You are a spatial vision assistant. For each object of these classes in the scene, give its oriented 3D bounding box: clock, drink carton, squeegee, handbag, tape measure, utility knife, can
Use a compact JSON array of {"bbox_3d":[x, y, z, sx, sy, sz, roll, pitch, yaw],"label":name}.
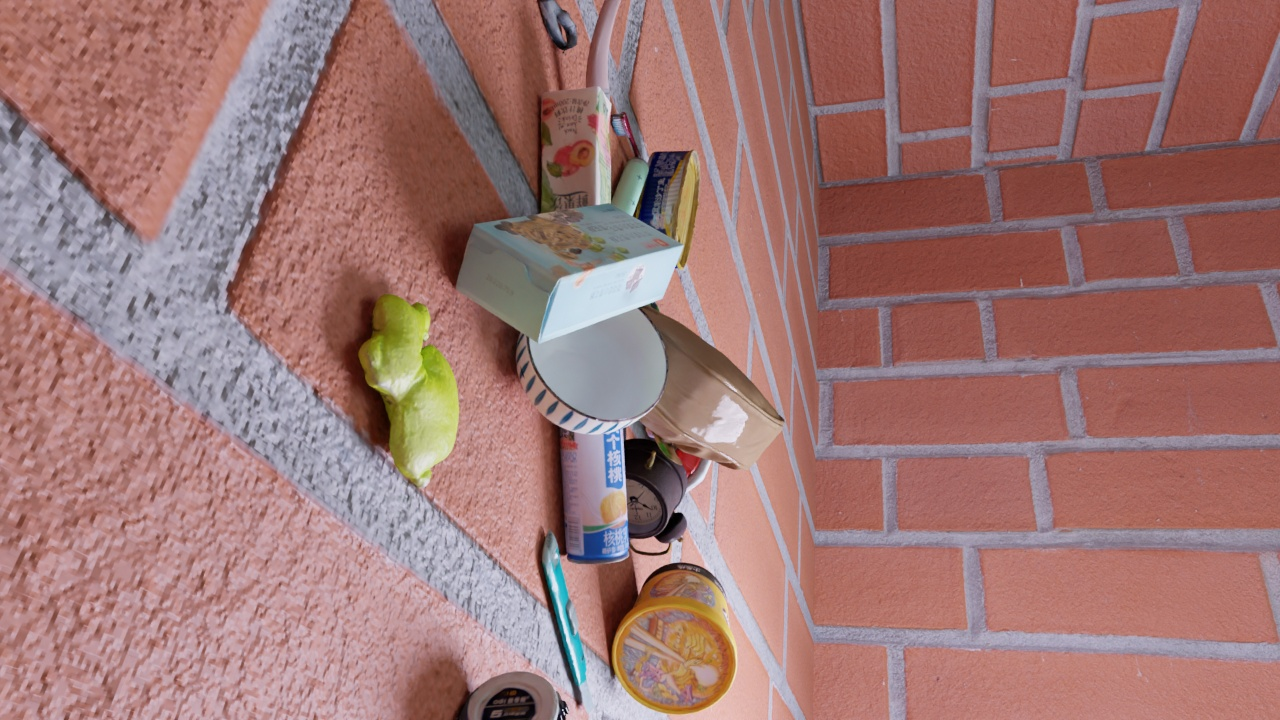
[{"bbox_3d":[0.000,0.130,0.850,0.055,0.082,0.122,-58,141,-56],"label":"clock"},{"bbox_3d":[-0.053,-0.159,0.762,0.045,0.053,0.122,18,71,-73],"label":"drink carton"},{"bbox_3d":[-0.030,-0.243,0.806,0.248,0.040,0.250,39,-56,53],"label":"squeegee"},{"bbox_3d":[0.039,0.029,0.829,0.100,0.148,0.204,-49,143,4],"label":"handbag"},{"bbox_3d":[-0.080,0.232,0.580,0.065,0.066,0.034,-63,151,-56],"label":"tape measure"},{"bbox_3d":[-0.057,0.221,0.756,0.029,0.013,0.187,-63,147,-59],"label":"utility knife"},{"bbox_3d":[0.031,-0.167,1.012,0.075,0.049,0.147,64,32,-58],"label":"can"},{"bbox_3d":[-0.039,0.098,0.767,0.053,0.053,0.134,-8,95,-74],"label":"can"}]

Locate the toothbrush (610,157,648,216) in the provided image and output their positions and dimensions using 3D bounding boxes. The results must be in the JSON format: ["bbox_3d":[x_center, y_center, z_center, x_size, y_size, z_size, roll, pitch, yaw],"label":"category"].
[{"bbox_3d":[-0.023,-0.137,0.908,0.223,0.026,0.027,-74,145,-48],"label":"toothbrush"}]

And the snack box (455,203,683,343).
[{"bbox_3d":[-0.044,-0.067,0.648,0.174,0.074,0.052,-25,142,-57],"label":"snack box"}]

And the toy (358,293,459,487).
[{"bbox_3d":[-0.127,0.016,0.517,0.100,0.031,0.096,66,24,-50],"label":"toy"}]

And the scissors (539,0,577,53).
[{"bbox_3d":[-0.087,-0.314,0.748,0.159,0.014,0.177,67,28,-45],"label":"scissors"}]

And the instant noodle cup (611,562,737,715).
[{"bbox_3d":[0.038,0.268,0.912,0.114,0.118,0.118,-62,147,-74],"label":"instant noodle cup"}]

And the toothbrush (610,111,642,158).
[{"bbox_3d":[-0.002,-0.209,1.019,0.188,0.017,0.016,63,26,-60],"label":"toothbrush"}]

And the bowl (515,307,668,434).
[{"bbox_3d":[-0.044,0.006,0.703,0.066,0.116,0.116,-44,-149,51],"label":"bowl"}]

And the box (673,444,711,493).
[{"bbox_3d":[0.057,0.108,1.067,0.047,0.087,0.200,43,24,-4],"label":"box"}]

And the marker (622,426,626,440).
[{"bbox_3d":[-0.023,0.020,0.895,0.022,0.020,0.132,136,-44,-75],"label":"marker"}]

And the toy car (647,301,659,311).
[{"bbox_3d":[0.001,-0.041,0.928,0.043,0.036,0.091,108,-21,-62],"label":"toy car"}]

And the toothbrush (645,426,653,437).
[{"bbox_3d":[-0.005,0.005,0.892,0.029,0.020,0.190,-123,-168,-50],"label":"toothbrush"}]
